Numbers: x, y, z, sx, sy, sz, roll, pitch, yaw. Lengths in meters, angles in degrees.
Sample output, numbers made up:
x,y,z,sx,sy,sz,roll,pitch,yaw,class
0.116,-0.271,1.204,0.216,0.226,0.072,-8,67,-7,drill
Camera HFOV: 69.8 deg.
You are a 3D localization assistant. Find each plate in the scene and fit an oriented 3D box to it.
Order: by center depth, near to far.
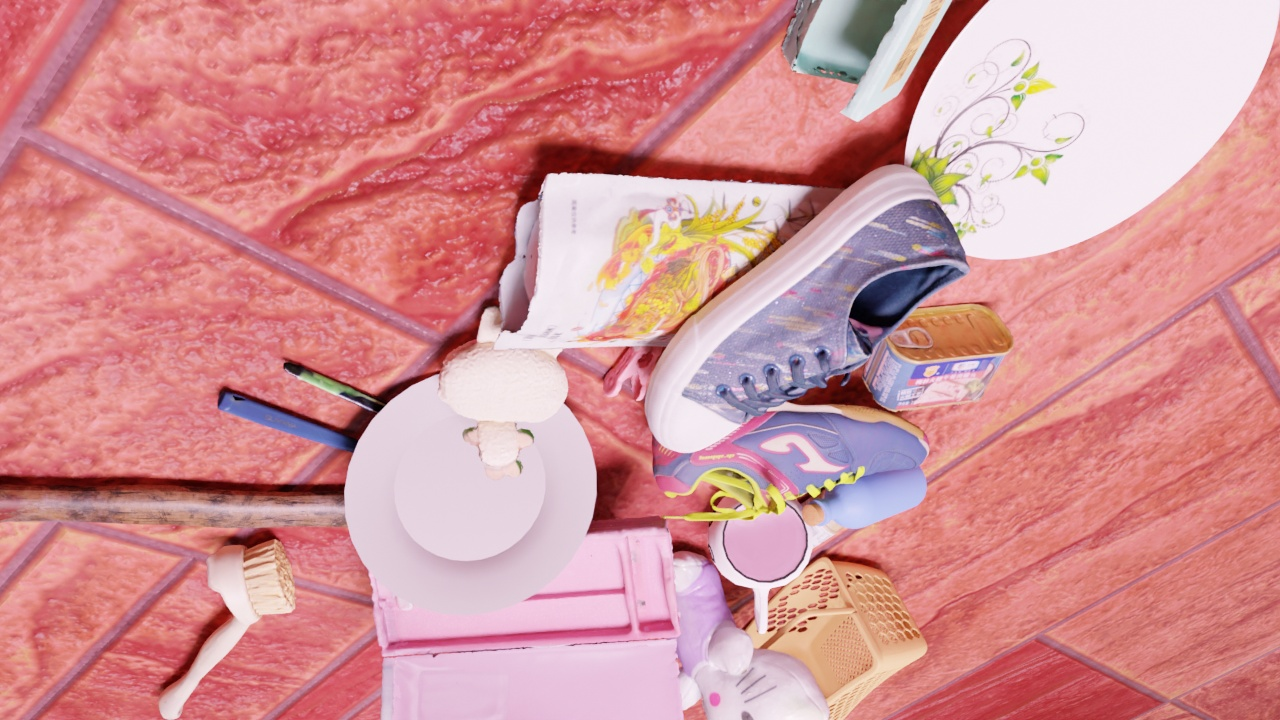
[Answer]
x,y,z,sx,sy,sz,roll,pitch,yaw,class
0.264,-0.160,0.557,0.229,0.030,0.230,-9,137,-9,plate
-0.117,0.091,0.642,0.172,0.019,0.173,-2,96,-19,plate

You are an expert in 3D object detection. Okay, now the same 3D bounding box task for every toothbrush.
x,y,z,sx,sy,sz,roll,pitch,yaw,class
-0.164,0.042,0.637,0.017,0.014,0.188,-34,136,28,toothbrush
-0.198,0.056,0.639,0.190,0.016,0.017,26,114,-37,toothbrush

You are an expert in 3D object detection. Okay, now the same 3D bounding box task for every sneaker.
x,y,z,sx,sy,sz,roll,pitch,yaw,class
0.096,-0.012,0.562,0.236,0.079,0.087,-45,139,21,sneaker
0.118,0.081,0.709,0.241,0.091,0.116,8,166,-22,sneaker

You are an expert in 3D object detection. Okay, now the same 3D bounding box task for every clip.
x,y,z,sx,sy,sz,roll,pitch,yaw,class
-0.007,0.003,0.646,0.035,0.022,0.058,11,125,-25,clip

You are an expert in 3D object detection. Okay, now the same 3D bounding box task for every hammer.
x,y,z,sx,sy,sz,roll,pitch,yaw,class
-0.312,0.095,0.631,0.329,0.033,0.120,5,132,-24,hammer

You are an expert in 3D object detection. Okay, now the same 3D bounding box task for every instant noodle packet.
x,y,z,sx,sy,sz,roll,pitch,yaw,class
0.049,-0.052,0.585,0.268,0.057,0.147,0,136,-25,instant noodle packet

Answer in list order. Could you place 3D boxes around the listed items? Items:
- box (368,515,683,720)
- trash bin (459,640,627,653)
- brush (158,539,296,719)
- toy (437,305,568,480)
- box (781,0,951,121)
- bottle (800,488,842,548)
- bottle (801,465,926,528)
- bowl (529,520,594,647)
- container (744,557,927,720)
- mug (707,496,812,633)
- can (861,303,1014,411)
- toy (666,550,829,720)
x,y,z,sx,sy,sz,roll,pitch,yaw,class
-0.085,0.210,0.691,0.233,0.180,0.055,-4,177,5,box
-0.070,0.363,0.874,0.217,0.216,0.244,-15,131,-4,trash bin
-0.345,0.229,0.748,0.077,0.062,0.273,19,130,-28,brush
-0.090,0.018,0.606,0.087,0.050,0.112,5,109,-25,toy
0.147,-0.205,0.437,0.077,0.079,0.189,4,134,-24,box
0.144,0.157,0.843,0.110,0.042,0.042,-39,134,20,bottle
0.186,0.116,0.779,0.131,0.048,0.048,-10,141,-38,bottle
-0.065,0.181,0.778,0.131,0.064,0.132,-10,137,-9,bowl
0.169,0.295,0.931,0.166,0.129,0.184,6,133,-33,container
0.103,0.168,0.785,0.090,0.123,0.076,1,172,2,mug
0.222,-0.002,0.693,0.099,0.054,0.059,-5,138,-13,can
0.080,0.280,0.840,0.085,0.209,0.138,-16,150,-45,toy
